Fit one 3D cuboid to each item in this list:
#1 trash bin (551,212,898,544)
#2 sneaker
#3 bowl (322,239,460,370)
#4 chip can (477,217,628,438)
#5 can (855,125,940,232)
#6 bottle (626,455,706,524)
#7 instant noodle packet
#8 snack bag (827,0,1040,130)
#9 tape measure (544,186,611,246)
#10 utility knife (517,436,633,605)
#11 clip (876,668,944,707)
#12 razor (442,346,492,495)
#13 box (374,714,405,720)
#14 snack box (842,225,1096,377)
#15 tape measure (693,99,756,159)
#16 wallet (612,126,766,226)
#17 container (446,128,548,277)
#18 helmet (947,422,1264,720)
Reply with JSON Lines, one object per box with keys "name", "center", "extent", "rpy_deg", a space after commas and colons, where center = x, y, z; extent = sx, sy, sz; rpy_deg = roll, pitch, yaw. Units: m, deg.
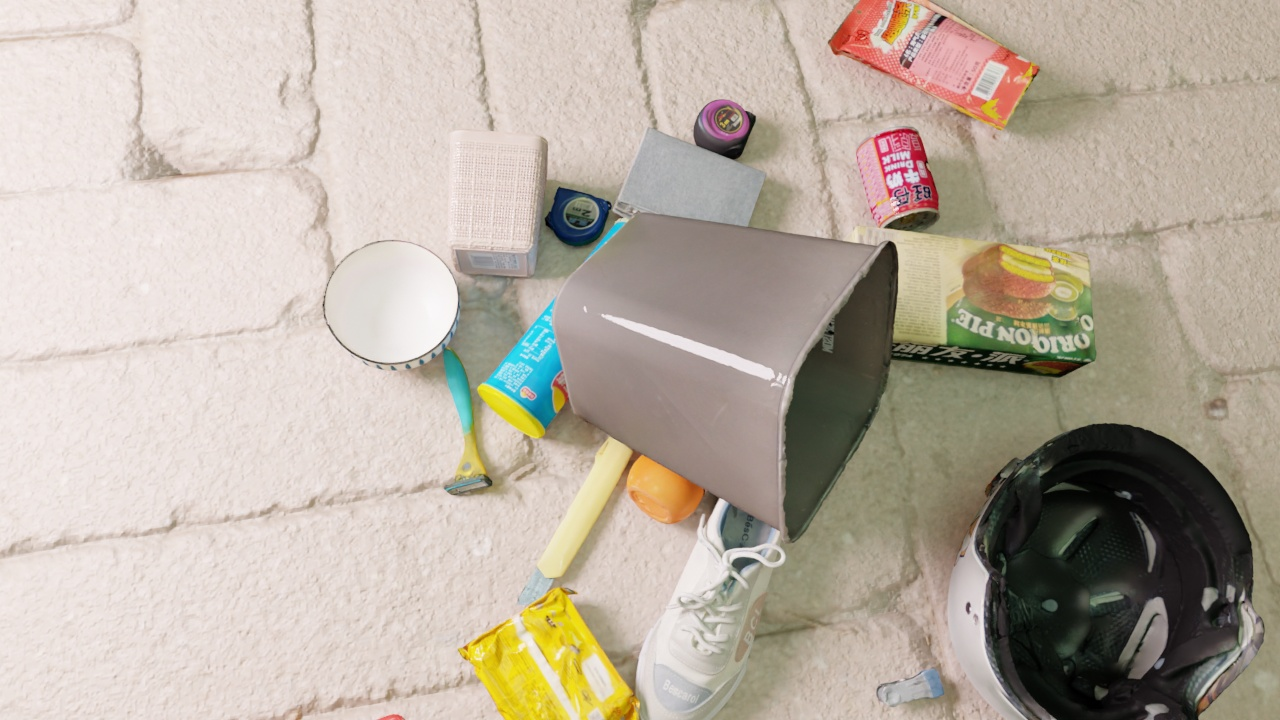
{"name": "trash bin", "center": [0.068, -0.006, 0.740], "extent": [0.220, 0.199, 0.198], "rpy_deg": [21, 50, 29]}
{"name": "sneaker", "center": [0.070, 0.200, 0.770], "extent": [0.089, 0.091, 0.241], "rpy_deg": [24, 72, 2]}
{"name": "bowl", "center": [-0.220, -0.043, 0.825], "extent": [0.116, 0.066, 0.116], "rpy_deg": [2, 74, -7]}
{"name": "chip can", "center": [-0.056, -0.031, 0.838], "extent": [0.071, 0.071, 0.209], "rpy_deg": [36, 72, 5]}
{"name": "can", "center": [0.259, -0.178, 0.920], "extent": [0.066, 0.067, 0.093], "rpy_deg": [-8, 74, -9]}
{"name": "bottle", "center": [0.051, 0.075, 0.825], "extent": [0.067, 0.067, 0.149], "rpy_deg": [38, 65, 6]}
{"name": "instant noodle packet", "center": [-0.073, 0.266, 0.758], "extent": [0.110, 0.044, 0.128], "rpy_deg": [-31, 75, -8]}
{"name": "snack bag", "center": [0.315, -0.328, 0.979], "extent": [0.208, 0.073, 0.128], "rpy_deg": [31, 68, 9]}
{"name": "tape measure", "center": [-0.061, -0.138, 0.894], "extent": [0.058, 0.025, 0.054], "rpy_deg": [15, 72, 8]}
{"name": "utility knife", "center": [-0.055, 0.138, 0.812], "extent": [0.031, 0.019, 0.182], "rpy_deg": [28, 66, 7]}
{"name": "clip", "center": [0.234, 0.286, 0.800], "extent": [0.058, 0.037, 0.026], "rpy_deg": [-10, 76, -9]}
{"name": "razor", "center": [-0.161, 0.052, 0.822], "extent": [0.043, 0.028, 0.132], "rpy_deg": [-17, 76, 21]}
{"name": "box", "center": [-0.261, 0.366, 0.710], "extent": [0.201, 0.100, 0.094], "rpy_deg": [-17, 34, -10]}
{"name": "snack box", "center": [0.312, -0.056, 0.891], "extent": [0.240, 0.063, 0.114], "rpy_deg": [6, 73, -5]}
{"name": "tape measure", "center": [0.083, -0.234, 0.933], "extent": [0.058, 0.039, 0.057], "rpy_deg": [22, 71, -5]}
{"name": "wallet", "center": [0.048, -0.162, 0.907], "extent": [0.129, 0.037, 0.106], "rpy_deg": [22, 72, -2]}
{"name": "container", "center": [-0.134, -0.142, 0.856], "extent": [0.090, 0.090, 0.110], "rpy_deg": [3, 76, -6]}
{"name": "helmet", "center": [0.364, 0.198, 0.771], "extent": [0.230, 0.157, 0.273], "rpy_deg": [34, 62, 6]}
